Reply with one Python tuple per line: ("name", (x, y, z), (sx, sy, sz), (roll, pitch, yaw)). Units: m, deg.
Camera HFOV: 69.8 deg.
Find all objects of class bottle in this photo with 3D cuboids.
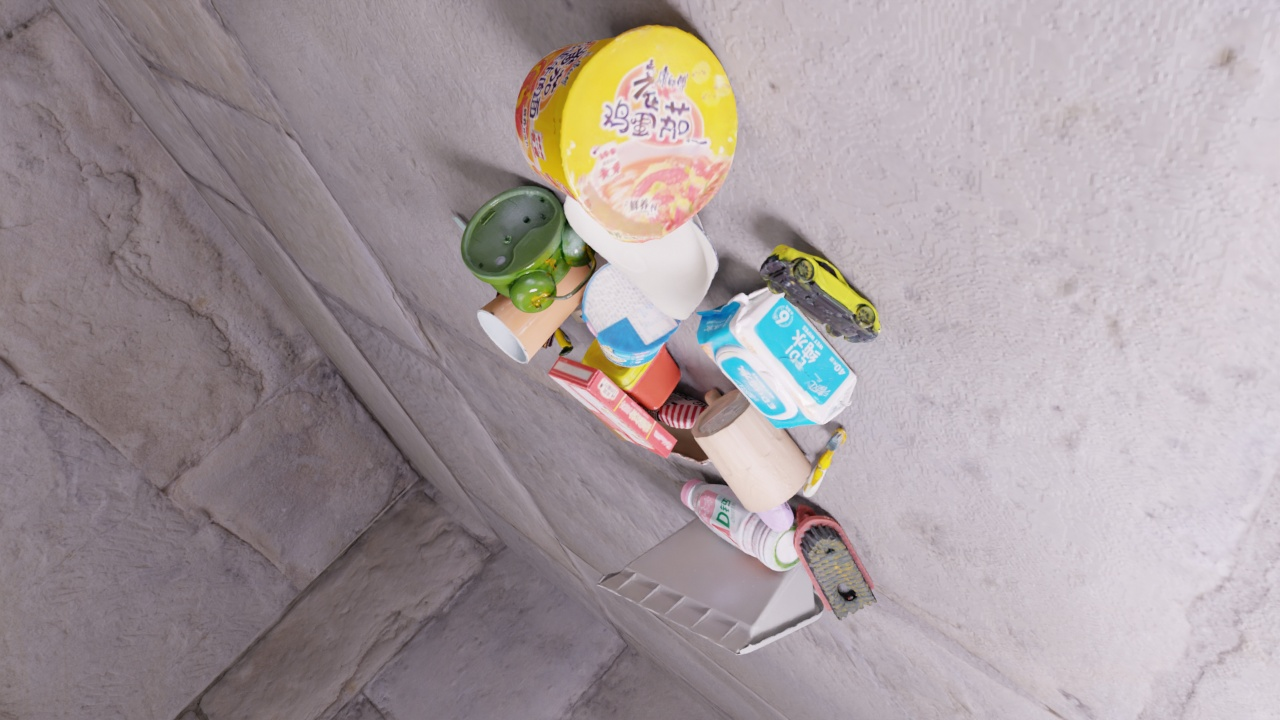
("bottle", (0.125, 0.200, 1.172), (0.197, 0.068, 0.068), (23, 151, 53))

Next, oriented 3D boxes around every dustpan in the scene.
("dustpan", (0.116, 0.307, 1.194), (0.223, 0.256, 0.143), (16, 127, 38))

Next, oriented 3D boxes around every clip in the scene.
("clip", (-0.039, -0.065, 1.037), (0.035, 0.083, 0.104), (50, -179, -18))

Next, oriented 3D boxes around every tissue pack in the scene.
("tissue pack", (0.114, 0.000, 0.801), (0.140, 0.063, 0.090), (48, 160, -9))

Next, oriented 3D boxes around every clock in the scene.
("clock", (-0.112, -0.112, 0.948), (0.161, 0.116, 0.056), (34, 169, 35))

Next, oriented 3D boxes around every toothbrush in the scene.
("toothbrush", (0.185, 0.111, 0.945), (0.016, 0.018, 0.192), (40, 159, 17))

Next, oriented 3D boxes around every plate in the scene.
("plate", (0.005, -0.120, 0.813), (0.163, 0.034, 0.165), (43, 157, 6))

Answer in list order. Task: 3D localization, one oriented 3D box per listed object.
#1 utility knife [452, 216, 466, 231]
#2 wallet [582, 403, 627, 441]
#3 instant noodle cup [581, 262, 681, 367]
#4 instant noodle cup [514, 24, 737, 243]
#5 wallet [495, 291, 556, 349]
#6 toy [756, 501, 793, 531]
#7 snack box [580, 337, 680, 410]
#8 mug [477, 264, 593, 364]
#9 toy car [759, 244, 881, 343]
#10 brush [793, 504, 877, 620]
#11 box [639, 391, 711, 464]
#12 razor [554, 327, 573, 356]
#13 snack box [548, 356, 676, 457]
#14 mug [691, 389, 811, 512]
("utility knife", (-0.177, -0.120, 1.193), (0.191, 0.018, 0.034), (46, 160, -1))
("wallet", (-0.048, 0.066, 1.287), (0.115, 0.033, 0.090), (47, 162, -9))
("instant noodle cup", (-0.010, -0.040, 0.931), (0.099, 0.099, 0.110), (42, 168, 8))
("instant noodle cup", (-0.019, -0.166, 0.650), (0.110, 0.138, 0.138), (31, 157, 52))
("wallet", (-0.140, -0.077, 1.163), (0.096, 0.020, 0.123), (37, 143, 8))
("toy", (0.141, 0.154, 1.067), (0.108, 0.039, 0.084), (55, 167, 26))
("snack box", (-0.006, 0.006, 1.033), (0.091, 0.082, 0.080), (25, 165, 45))
("mug", (-0.111, -0.065, 1.021), (0.078, 0.122, 0.078), (38, 158, 18))
("toy car", (0.141, -0.051, 0.701), (0.105, 0.032, 0.048), (36, 161, -11))
("brush", (0.218, 0.229, 1.063), (0.146, 0.063, 0.069), (58, -175, -31))
("box", (0.027, 0.065, 1.082), (0.087, 0.076, 0.163), (31, 172, -34))
("razor", (-0.141, -0.057, 1.227), (0.132, 0.028, 0.043), (43, -170, -4))
("snack box", (-0.029, 0.052, 1.008), (0.075, 0.025, 0.153), (18, 160, 48))
("mug", (0.112, 0.086, 0.972), (0.103, 0.084, 0.124), (52, -175, -16))
